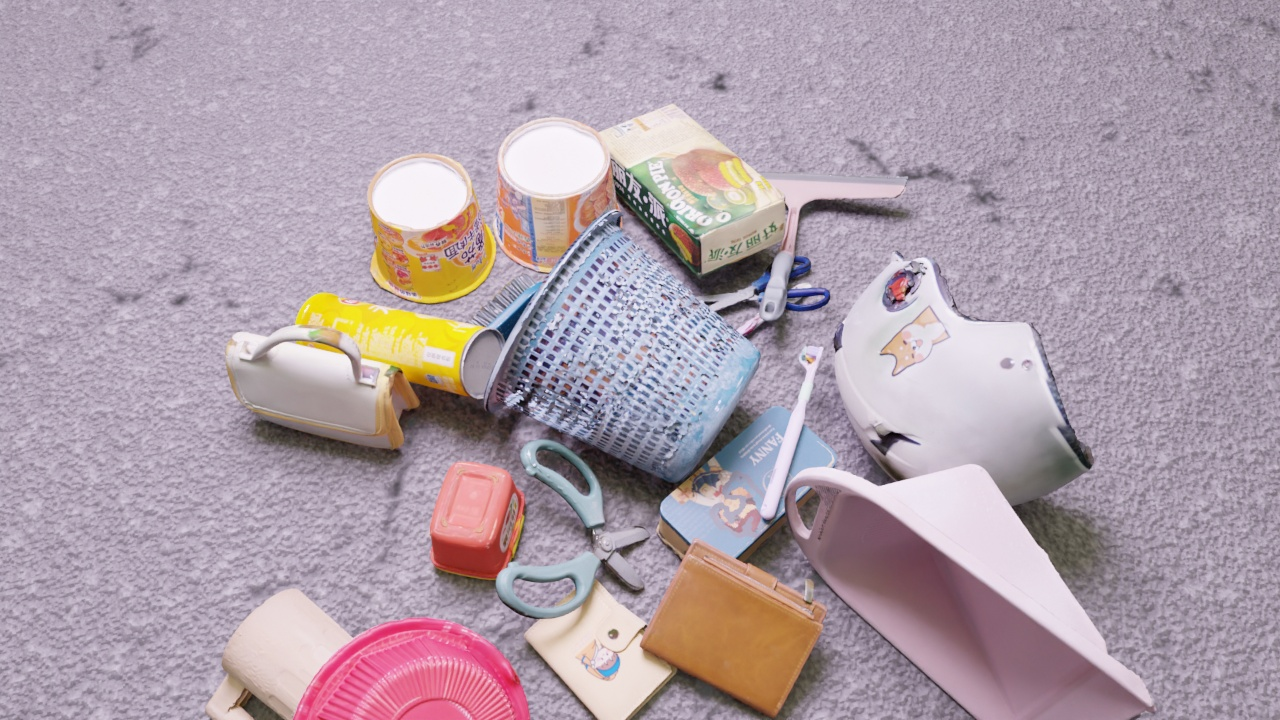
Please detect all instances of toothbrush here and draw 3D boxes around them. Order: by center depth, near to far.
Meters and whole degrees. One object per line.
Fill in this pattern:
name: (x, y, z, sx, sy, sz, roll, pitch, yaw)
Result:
toothbrush: (0.142, 0.065, 0.861, 0.021, 0.029, 0.188, 37, 56, -24)
toothbrush: (0.120, -0.034, 0.993, 0.187, 0.017, 0.016, -35, 47, -24)

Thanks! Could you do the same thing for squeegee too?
squeegee: (0.159, -0.121, 1.016, 0.248, 0.040, 0.248, 6, 48, 14)

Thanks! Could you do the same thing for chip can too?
chip can: (-0.238, -0.017, 0.902, 0.214, 0.072, 0.071, 11, 56, 26)

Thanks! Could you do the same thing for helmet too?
helmet: (0.269, 0.034, 0.848, 0.157, 0.230, 0.274, -40, 40, 3)

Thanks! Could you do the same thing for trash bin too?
trash bin: (-0.005, 0.005, 0.864, 0.195, 0.227, 0.226, 34, 62, 4)

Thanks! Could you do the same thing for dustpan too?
dustpan: (0.229, 0.202, 0.734, 0.138, 0.223, 0.273, -15, 54, -9)

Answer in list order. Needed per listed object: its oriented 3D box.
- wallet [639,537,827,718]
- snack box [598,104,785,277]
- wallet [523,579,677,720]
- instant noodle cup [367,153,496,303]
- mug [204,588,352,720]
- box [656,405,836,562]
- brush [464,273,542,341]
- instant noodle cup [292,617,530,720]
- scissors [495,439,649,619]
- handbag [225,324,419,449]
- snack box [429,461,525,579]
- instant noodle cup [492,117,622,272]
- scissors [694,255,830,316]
wallet: (0.083, 0.222, 0.782, 0.130, 0.035, 0.119, 28, 87, 3)
snack box: (0.051, -0.199, 1.035, 0.114, 0.063, 0.240, -26, 49, -16)
wallet: (-0.032, 0.253, 0.802, 0.087, 0.024, 0.115, -38, 64, -26)
instant noodle cup: (-0.231, -0.148, 0.997, 0.138, 0.110, 0.137, 1, 59, -1)
mug: (-0.287, 0.270, 0.757, 0.103, 0.084, 0.124, 32, 87, 16)
box: (0.104, 0.123, 0.867, 0.090, 0.059, 0.184, 41, 67, 20)
brush: (-0.139, -0.028, 0.955, 0.073, 0.055, 0.143, 34, 63, 21)
instant noodle cup: (-0.165, 0.295, 0.698, 0.193, 0.066, 0.193, 7, 73, -26)
scissors: (-0.071, 0.160, 0.815, 0.170, 0.019, 0.179, 50, 45, -1)
handbag: (-0.302, 0.018, 0.851, 0.163, 0.179, 0.063, 12, 63, 4)
snack box: (-0.152, 0.142, 0.834, 0.082, 0.080, 0.091, 9, 58, 5)
instant noodle cup: (-0.095, -0.190, 1.026, 0.151, 0.112, 0.151, 1, 58, -2)
scissors: (0.126, -0.078, 1.014, 0.165, 0.012, 0.156, 12, 46, 22)
